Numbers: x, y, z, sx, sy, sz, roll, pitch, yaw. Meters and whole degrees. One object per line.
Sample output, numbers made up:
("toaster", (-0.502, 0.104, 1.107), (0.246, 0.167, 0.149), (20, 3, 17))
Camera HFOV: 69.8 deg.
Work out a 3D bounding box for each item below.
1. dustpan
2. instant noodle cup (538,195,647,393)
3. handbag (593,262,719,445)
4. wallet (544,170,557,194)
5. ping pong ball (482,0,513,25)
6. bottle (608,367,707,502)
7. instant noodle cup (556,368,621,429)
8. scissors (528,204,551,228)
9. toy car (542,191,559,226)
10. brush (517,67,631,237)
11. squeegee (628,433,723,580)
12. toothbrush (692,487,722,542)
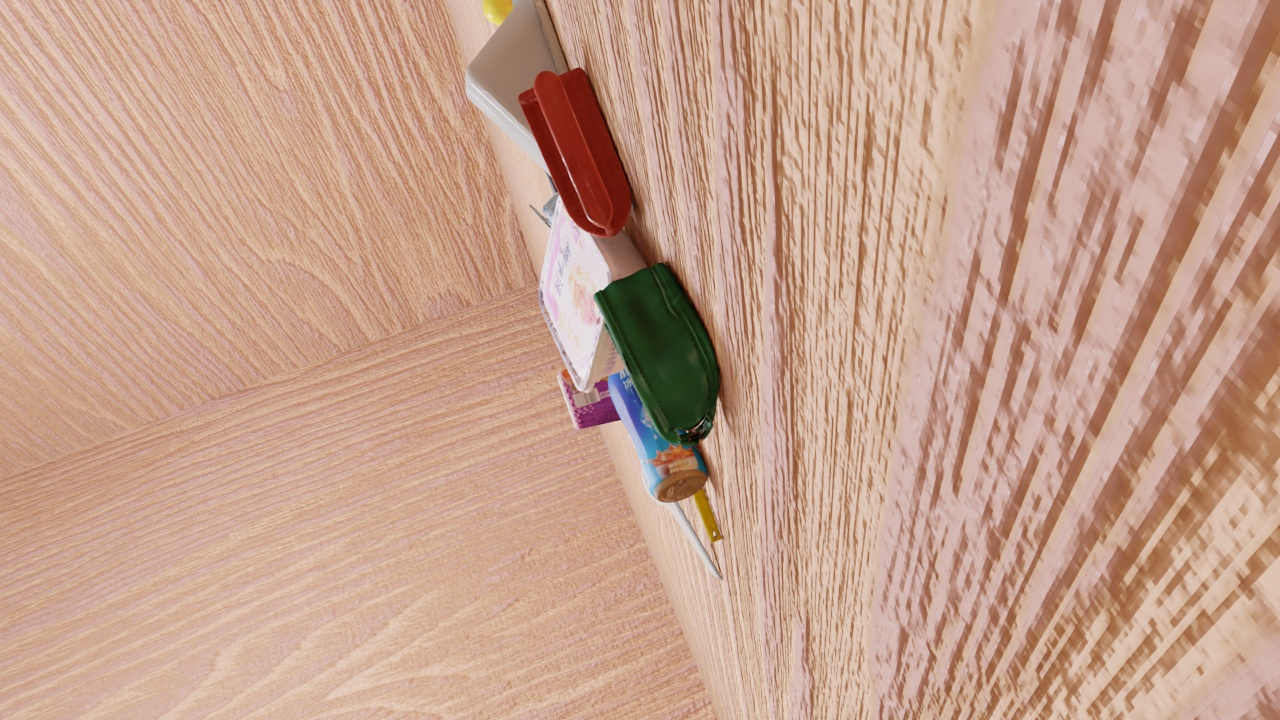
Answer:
("dustpan", (-0.089, -0.290, 0.976), (0.257, 0.142, 0.222), (41, -179, -15))
("instant noodle cup", (-0.041, -0.067, 0.879), (0.173, 0.060, 0.138), (-117, 35, -48))
("handbag", (0.018, -0.006, 0.753), (0.131, 0.068, 0.120), (63, 179, 39))
("wallet", (-0.097, -0.217, 1.196), (0.115, 0.033, 0.090), (98, 150, -85))
("ping pong ball", (-0.166, -0.417, 1.083), (0.040, 0.040, 0.040), (158, 91, -84))
("bottle", (0.006, 0.051, 1.013), (0.065, 0.065, 0.218), (78, 170, -57))
("instant noodle cup", (-0.056, 0.041, 1.258), (0.111, 0.099, 0.111), (159, 91, -85))
("scissors", (-0.071, -0.128, 1.077), (0.162, 0.012, 0.175), (53, -159, -16))
("toy car", (-0.069, -0.148, 1.009), (0.090, 0.043, 0.034), (48, 176, 9))
("brush", (-0.052, -0.174, 0.785), (0.069, 0.063, 0.146), (-9, -104, -83))
("squeegee", (0.019, 0.153, 1.265), (0.246, 0.039, 0.246), (60, -177, -22))
("toothbrush", (0.053, 0.118, 1.057), (0.016, 0.015, 0.190), (89, 160, -86))
